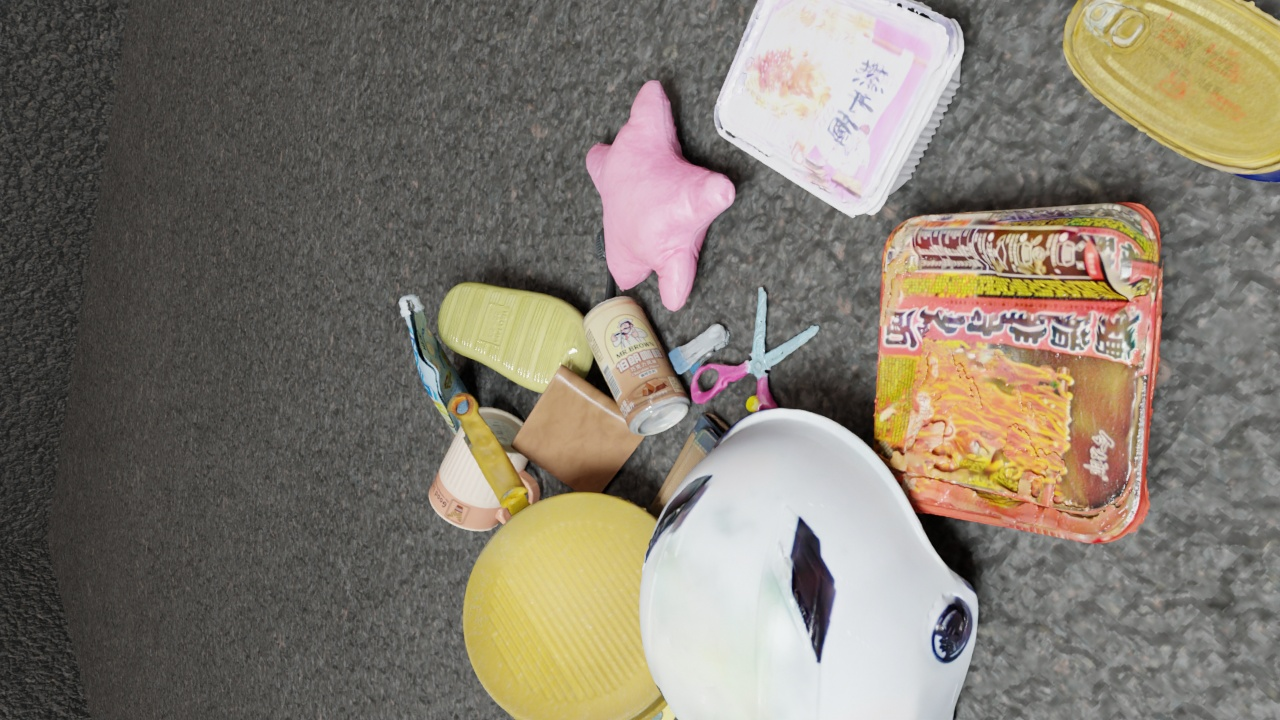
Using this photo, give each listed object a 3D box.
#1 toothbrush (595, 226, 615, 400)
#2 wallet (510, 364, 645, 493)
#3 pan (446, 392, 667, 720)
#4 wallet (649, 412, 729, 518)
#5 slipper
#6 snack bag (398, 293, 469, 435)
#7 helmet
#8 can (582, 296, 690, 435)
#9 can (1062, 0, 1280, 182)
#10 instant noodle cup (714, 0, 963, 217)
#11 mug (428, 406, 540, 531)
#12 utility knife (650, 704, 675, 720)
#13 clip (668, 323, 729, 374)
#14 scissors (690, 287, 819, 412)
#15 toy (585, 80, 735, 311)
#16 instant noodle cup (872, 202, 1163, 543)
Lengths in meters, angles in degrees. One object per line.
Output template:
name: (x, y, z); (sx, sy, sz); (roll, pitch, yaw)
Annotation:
toothbrush: (-0.028, -0.033, 0.868); (0.018, 0.014, 0.189); (-11, 83, 57)
wallet: (-0.058, 0.070, 0.859); (0.101, 0.020, 0.116); (35, 126, -2)
pan: (-0.089, 0.152, 0.796); (0.197, 0.078, 0.357); (-34, 66, -6)
wallet: (0.055, 0.113, 0.769); (0.090, 0.033, 0.115); (50, 128, 33)
slipper: (-0.116, -0.026, 0.917); (0.191, 0.081, 0.091); (20, 92, 29)
snack bag: (-0.212, 0.014, 0.967); (0.191, 0.039, 0.110); (82, 173, -61)
helmet: (0.084, 0.176, 0.607); (0.229, 0.145, 0.259); (19, 127, 43)
can: (-0.005, 0.005, 0.810); (0.059, 0.058, 0.116); (-47, 58, 36)
can: (0.299, -0.152, 0.488); (0.148, 0.049, 0.075); (52, 125, 33)
instant noodle cup: (0.144, -0.192, 0.648); (0.173, 0.060, 0.138); (43, 120, 37)
mug: (-0.155, 0.122, 0.964); (0.114, 0.081, 0.106); (37, 117, 18)
utility knife: (0.018, 0.313, 0.824); (0.031, 0.020, 0.188); (37, 114, 22)
clip: (0.052, -0.010, 0.778); (0.058, 0.045, 0.027); (-35, 62, 31)
scissors: (0.088, 0.008, 0.739); (0.131, 0.017, 0.133); (3, 92, 41)
toy: (0.004, -0.134, 0.792); (0.194, 0.074, 0.179); (59, 139, 33)
instant noodle cup: (0.226, 0.006, 0.547); (0.165, 0.079, 0.189); (7, 95, 47)
